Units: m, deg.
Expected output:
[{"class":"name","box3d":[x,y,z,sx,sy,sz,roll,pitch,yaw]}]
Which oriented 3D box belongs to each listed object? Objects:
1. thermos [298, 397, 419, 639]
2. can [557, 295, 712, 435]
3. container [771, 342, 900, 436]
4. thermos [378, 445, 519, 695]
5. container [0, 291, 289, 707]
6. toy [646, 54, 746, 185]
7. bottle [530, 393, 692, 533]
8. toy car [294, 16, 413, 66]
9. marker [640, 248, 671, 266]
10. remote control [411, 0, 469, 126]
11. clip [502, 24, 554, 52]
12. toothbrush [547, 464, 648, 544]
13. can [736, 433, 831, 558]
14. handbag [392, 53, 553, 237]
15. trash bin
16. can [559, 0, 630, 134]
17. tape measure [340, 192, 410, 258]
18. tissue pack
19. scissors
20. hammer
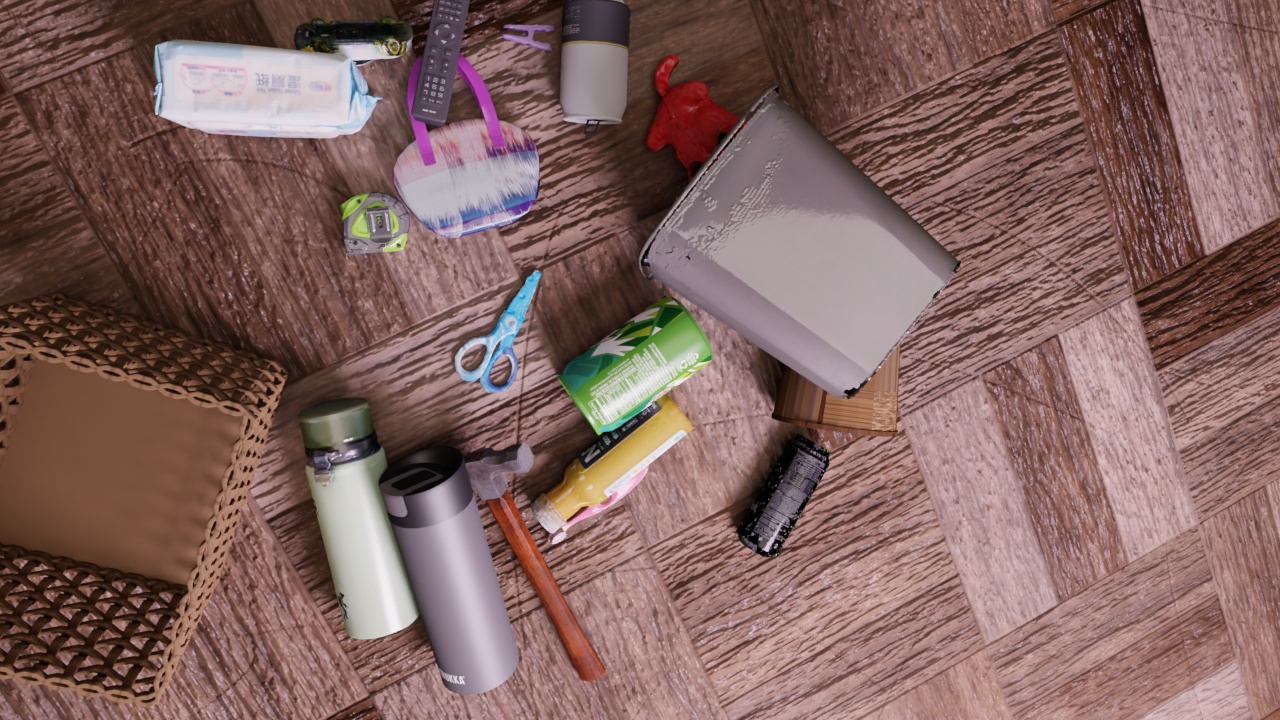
[{"class":"thermos","box3d":[-0.277,0.152,0.896,0.082,0.082,0.231,-11,103,-12]},{"class":"can","box3d":[-0.006,0.005,0.937,0.144,0.083,0.083,-35,106,-6]},{"class":"container","box3d":[0.216,-0.013,0.971,0.132,0.132,0.167,7,92,-15]},{"class":"thermos","box3d":[-0.187,0.209,0.907,0.082,0.082,0.241,-15,113,-11]},{"class":"container","box3d":[-0.456,0.103,0.774,0.219,0.214,0.251,19,95,-16]},{"class":"toy","box3d":[0.057,-0.243,0.931,0.088,0.093,0.133,-36,82,35]},{"class":"bottle","box3d":[-0.033,0.108,0.964,0.186,0.053,0.053,-39,106,-2]},{"class":"toy car","box3d":[-0.261,-0.291,0.841,0.105,0.048,0.033,-6,134,-11]},{"class":"marker","box3d":[0.072,-0.099,0.971,0.145,0.019,0.019,7,98,-15]},{"class":"remote control","box3d":[-0.181,-0.284,0.841,0.032,0.015,0.136,11,83,-9]},{"class":"clip","box3d":[-0.106,-0.321,0.892,0.052,0.014,0.041,27,93,-19]},{"class":"toothbrush","box3d":[-0.045,0.154,0.989,0.135,0.016,0.021,-38,111,-5]},{"class":"can","box3d":[0.159,0.151,1.019,0.054,0.054,0.137,29,92,-17]},{"class":"handbag","box3d":[-0.171,-0.209,0.875,0.144,0.068,0.170,-17,97,-10]},{"class":"trash bin","box3d":[0.146,-0.093,0.842,0.220,0.197,0.197,38,91,5]},{"class":"can","box3d":[-0.044,-0.283,0.886,0.064,0.064,0.127,0,100,-14]},{"class":"tape measure","box3d":[-0.253,-0.131,0.876,0.065,0.036,0.059,-10,101,-12]},{"class":"tissue pack","box3d":[-0.321,-0.231,0.802,0.181,0.112,0.070,1,98,-14]},{"class":"scissors","box3d":[-0.137,-0.033,0.937,0.066,0.015,0.135,28,90,-17]},{"class":"hammer","box3d":[-0.108,0.221,0.960,0.111,0.028,0.301,-12,115,27]}]
